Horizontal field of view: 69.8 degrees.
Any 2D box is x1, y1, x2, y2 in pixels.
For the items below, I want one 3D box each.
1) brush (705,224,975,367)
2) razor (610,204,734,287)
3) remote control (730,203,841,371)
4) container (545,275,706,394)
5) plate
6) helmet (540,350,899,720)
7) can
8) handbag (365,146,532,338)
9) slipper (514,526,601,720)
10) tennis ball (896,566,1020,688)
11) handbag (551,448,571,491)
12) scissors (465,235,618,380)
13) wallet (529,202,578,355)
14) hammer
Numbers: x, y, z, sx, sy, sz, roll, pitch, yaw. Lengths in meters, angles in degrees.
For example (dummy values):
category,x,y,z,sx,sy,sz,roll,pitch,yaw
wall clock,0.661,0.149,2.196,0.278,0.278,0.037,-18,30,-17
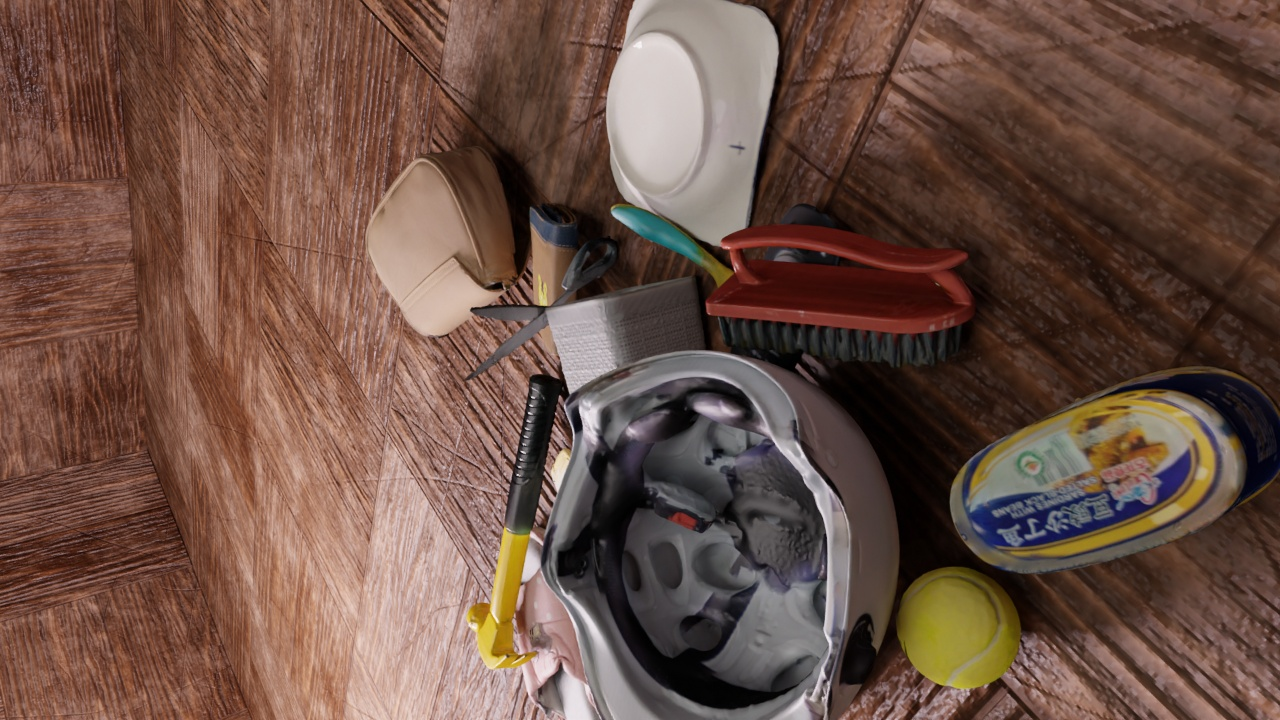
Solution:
category,x,y,z,sx,sy,sz,roll,pitch,yaw
brush,0.113,-0.039,0.516,0.146,0.063,0.069,9,125,32
razor,0.030,-0.076,0.651,0.132,0.028,0.043,39,139,24
remote control,0.095,-0.037,0.592,0.053,0.024,0.137,43,130,33
container,-0.004,0.004,0.685,0.090,0.090,0.114,-4,101,54
plate,0.021,-0.171,0.641,0.164,0.034,0.164,35,127,43
helmet,0.062,0.120,0.574,0.229,0.145,0.258,2,96,43
can,0.218,0.055,0.435,0.149,0.049,0.074,-39,70,51
handbag,-0.182,-0.113,0.883,0.205,0.099,0.147,-24,89,53
slipper,-0.078,0.297,0.901,0.114,0.054,0.274,-39,68,52
tennis ball,0.176,0.147,0.508,0.065,0.065,0.065,21,117,49
handbag,-0.024,0.158,0.796,0.163,0.063,0.179,67,158,13
scissors,-0.068,-0.037,0.709,0.014,0.178,0.159,23,80,28
wallet,-0.073,-0.071,0.783,0.090,0.033,0.115,-126,34,-64
hammer,-0.117,0.160,0.881,0.129,0.032,0.301,35,116,58
